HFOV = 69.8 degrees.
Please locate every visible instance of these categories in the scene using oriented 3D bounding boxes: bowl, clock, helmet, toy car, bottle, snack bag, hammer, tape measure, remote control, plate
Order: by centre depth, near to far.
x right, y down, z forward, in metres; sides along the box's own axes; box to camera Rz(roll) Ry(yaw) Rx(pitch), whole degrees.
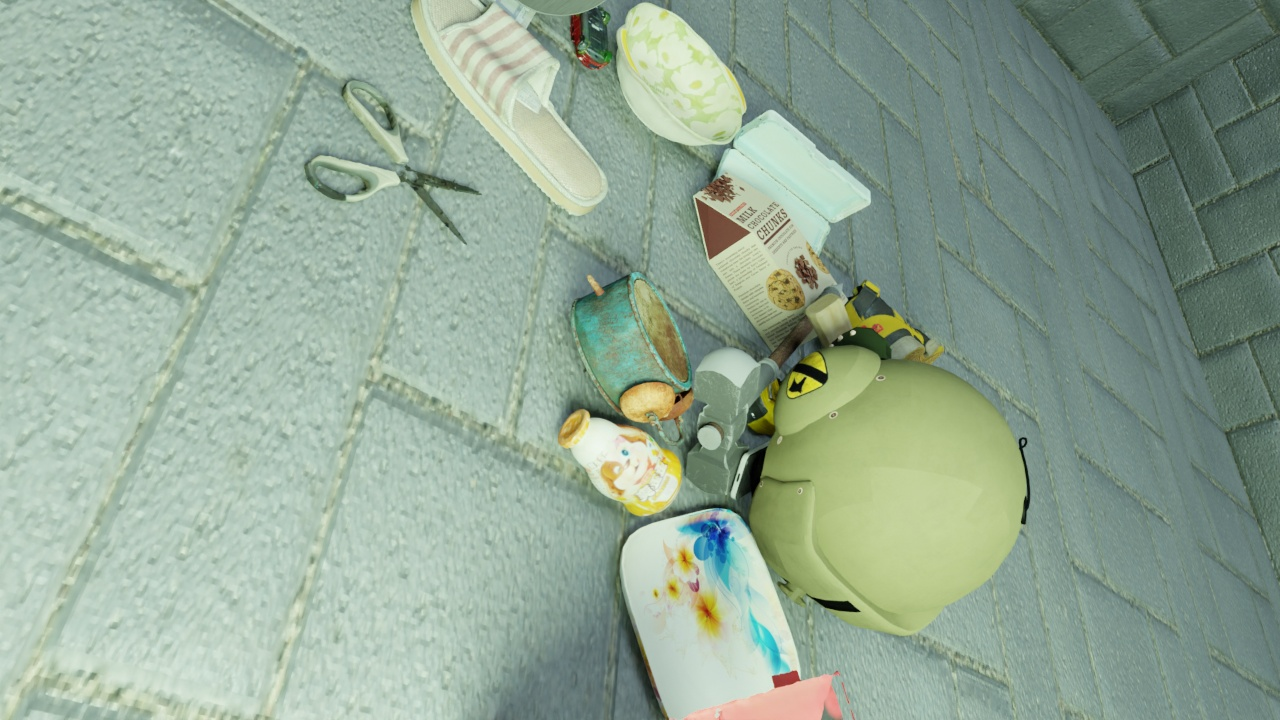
[{"bbox_3d":[-0.018,0.083,0.767,0.109,0.063,0.063,37,44,-24],"label":"bottle"},{"bbox_3d":[0.060,0.226,0.795,0.186,0.016,0.187,-3,69,-48],"label":"plate"},{"bbox_3d":[-0.005,0.005,0.807,0.157,0.073,0.121,67,17,10],"label":"clock"},{"bbox_3d":[0.205,0.117,0.812,0.250,0.256,0.232,41,39,-19],"label":"helmet"},{"bbox_3d":[0.121,0.101,0.900,0.146,0.008,0.045,-10,118,-64],"label":"remote control"},{"bbox_3d":[0.143,-0.008,0.923,0.043,0.156,0.321,21,40,24],"label":"hammer"},{"bbox_3d":[-0.168,-0.401,0.956,0.136,0.011,0.050,39,43,-24],"label":"remote control"},{"bbox_3d":[0.249,0.070,0.959,0.323,0.117,0.051,60,-8,-26],"label":"hammer"},{"bbox_3d":[0.133,0.044,0.973,0.064,0.037,0.065,23,51,-37],"label":"tape measure"},{"bbox_3d":[-0.058,-0.368,1.032,0.042,0.036,0.091,17,54,-41],"label":"toy car"},{"bbox_3d":[0.141,-0.120,1.060,0.206,0.070,0.094,54,39,-6],"label":"snack bag"},{"bbox_3d":[0.035,-0.325,1.086,0.218,0.060,0.188,0,66,-48],"label":"bowl"}]

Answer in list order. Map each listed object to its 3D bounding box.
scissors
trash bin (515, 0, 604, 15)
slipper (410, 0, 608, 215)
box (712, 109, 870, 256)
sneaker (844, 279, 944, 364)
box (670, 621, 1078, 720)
[{"bbox_3d":[-0.206,-0.164,0.764,0.170,0.013,0.157,-10,75,-50],"label":"scissors"},{"bbox_3d":[-0.089,-0.480,0.969,0.156,0.157,0.183,21,50,-38],"label":"trash bin"},{"bbox_3d":[-0.115,-0.261,0.892,0.263,0.052,0.114,53,40,-9],"label":"slipper"},{"bbox_3d":[0.188,-0.211,1.144,0.197,0.078,0.122,29,88,-31],"label":"box"},{"bbox_3d":[0.309,-0.030,1.174,0.122,0.086,0.238,50,17,19],"label":"sneaker"},{"bbox_3d":[0.045,0.287,0.463,0.123,0.379,0.211,19,51,-59],"label":"box"}]
